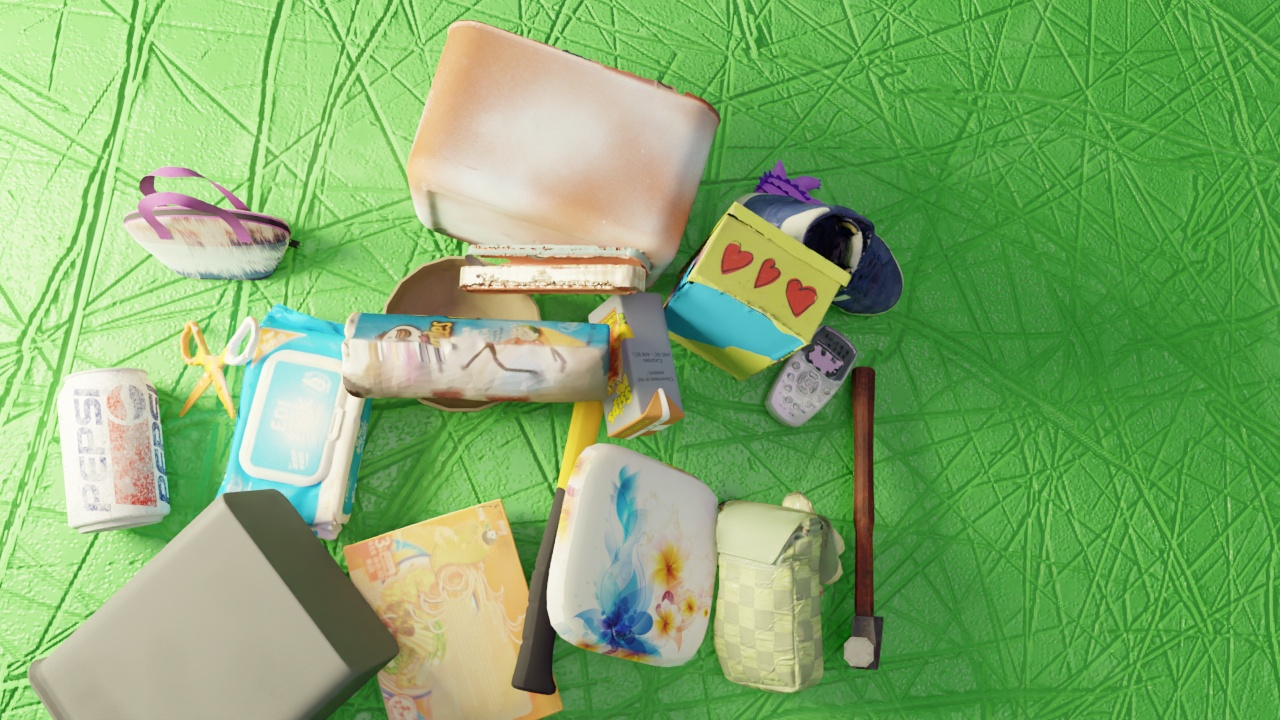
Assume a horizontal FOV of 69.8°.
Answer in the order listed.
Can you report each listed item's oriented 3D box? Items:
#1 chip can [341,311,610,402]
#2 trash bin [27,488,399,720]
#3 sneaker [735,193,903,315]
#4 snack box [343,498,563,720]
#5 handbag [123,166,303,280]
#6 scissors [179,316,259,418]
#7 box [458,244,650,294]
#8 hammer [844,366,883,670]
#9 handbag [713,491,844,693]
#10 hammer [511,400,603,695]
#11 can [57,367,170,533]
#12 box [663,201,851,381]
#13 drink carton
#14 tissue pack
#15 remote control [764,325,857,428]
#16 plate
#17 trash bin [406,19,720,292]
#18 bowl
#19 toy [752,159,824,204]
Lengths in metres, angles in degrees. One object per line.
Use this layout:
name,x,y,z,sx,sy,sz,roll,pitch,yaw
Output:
chip can,-0.142,-0.001,0.808,0.229,0.080,0.079,2,80,-2
trash bin,-0.345,0.246,0.750,0.220,0.097,0.192,-42,80,4
sneaker,0.207,-0.098,0.887,0.233,0.118,0.091,23,92,-29
snack box,-0.170,0.240,0.829,0.145,0.081,0.195,-16,82,-14
handbag,-0.387,-0.125,0.812,0.144,0.170,0.068,1,80,-9
scissors,-0.388,0.003,0.839,0.130,0.011,0.125,-44,62,17
box,-0.081,-0.074,0.822,0.187,0.060,0.057,2,34,26
hammer,0.222,0.150,0.910,0.028,0.111,0.300,-2,69,18
handbag,0.135,0.218,0.878,0.116,0.113,0.186,-2,94,-41
hammer,-0.067,0.135,0.839,0.127,0.029,0.322,23,63,-25
can,-0.465,0.080,0.811,0.078,0.078,0.136,-9,82,-11
box,0.093,-0.056,0.854,0.124,0.221,0.082,30,76,-1
drink carton,-0.005,0.005,0.858,0.048,0.076,0.124,1,70,-32
tissue pack,-0.312,0.054,0.849,0.117,0.066,0.209,11,76,-8
remote control,0.175,0.018,0.952,0.060,0.028,0.114,41,76,-1
plate,0.004,0.180,0.850,0.186,0.016,0.186,25,65,-32
trash bin,-0.080,-0.179,0.869,0.259,0.182,0.157,18,79,-7
bowl,-0.173,-0.021,0.888,0.152,0.050,0.152,3,78,-12
toy,0.155,-0.161,0.965,0.088,0.056,0.106,40,75,-1
